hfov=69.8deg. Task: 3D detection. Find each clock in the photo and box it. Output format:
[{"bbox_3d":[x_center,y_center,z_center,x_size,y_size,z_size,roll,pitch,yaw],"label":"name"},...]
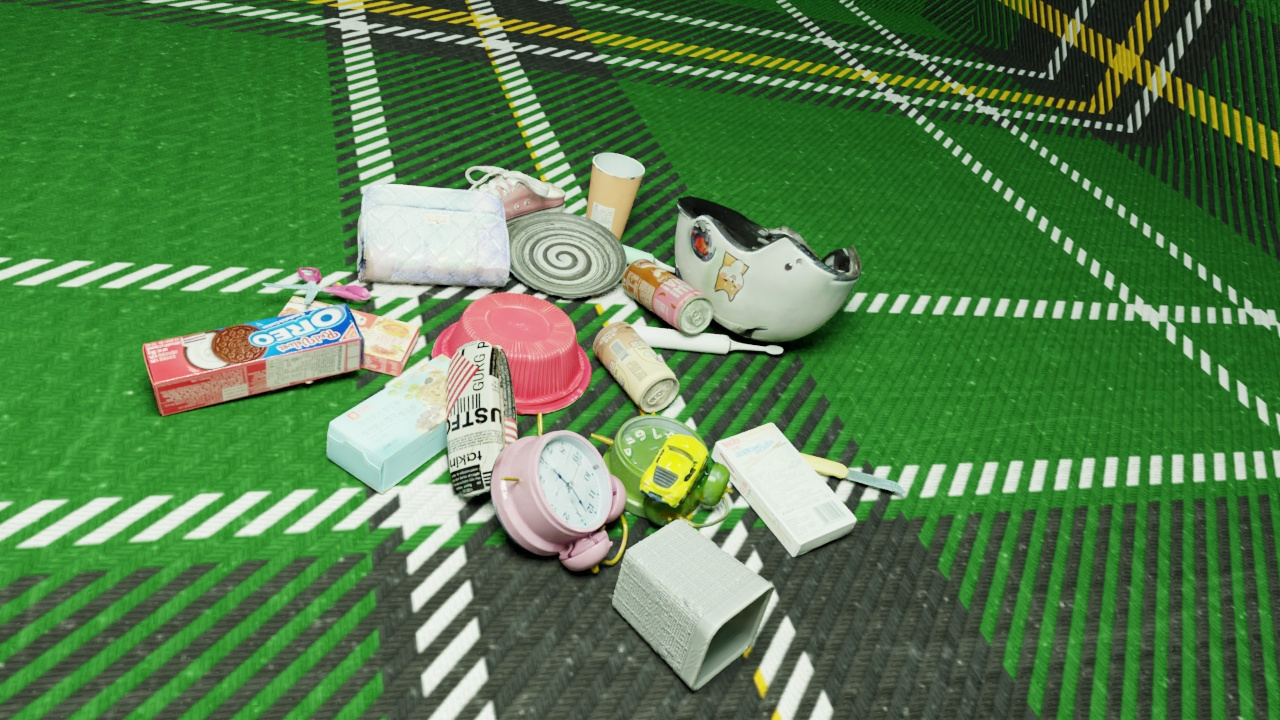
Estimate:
[{"bbox_3d":[0.029,0.121,0.979,0.115,0.056,0.161,-19,49,-38],"label":"clock"},{"bbox_3d":[-0.069,0.136,0.888,0.158,0.060,0.117,48,38,-22],"label":"clock"}]

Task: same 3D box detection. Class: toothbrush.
[{"bbox_3d":[-0.015,-0.155,1.362,0.224,0.026,0.027,18,6,3],"label":"toothbrush"},{"bbox_3d":[0.087,-0.024,1.225,0.221,0.027,0.026,5,15,-15],"label":"toothbrush"}]

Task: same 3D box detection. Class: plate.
[{"bbox_3d":[-0.108,-0.147,1.302,0.179,0.024,0.179,7,48,-8],"label":"plate"}]

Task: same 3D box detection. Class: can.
[{"bbox_3d":[-0.007,0.007,1.118,0.058,0.059,0.116,-12,44,-34],"label":"can"},{"bbox_3d":[0.034,-0.088,1.238,0.057,0.058,0.147,-9,30,-32],"label":"can"}]

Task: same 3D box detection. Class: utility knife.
[{"bbox_3d":[0.206,0.122,1.081,0.220,0.022,0.030,11,36,3],"label":"utility knife"}]

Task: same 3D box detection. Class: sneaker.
[{"bbox_3d":[-0.206,-0.240,1.347,0.240,0.088,0.118,-20,49,-40],"label":"sneaker"}]

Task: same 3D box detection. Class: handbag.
[{"bbox_3d":[-0.273,-0.162,1.208,0.193,0.076,0.134,0,66,-19],"label":"handbag"}]

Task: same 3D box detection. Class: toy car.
[{"bbox_3d":[0.036,0.106,0.927,0.048,0.032,0.105,24,35,11],"label":"toy car"}]

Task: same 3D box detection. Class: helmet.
[{"bbox_3d":[0.155,-0.114,1.261,0.274,0.157,0.229,26,17,31],"label":"helmet"}]

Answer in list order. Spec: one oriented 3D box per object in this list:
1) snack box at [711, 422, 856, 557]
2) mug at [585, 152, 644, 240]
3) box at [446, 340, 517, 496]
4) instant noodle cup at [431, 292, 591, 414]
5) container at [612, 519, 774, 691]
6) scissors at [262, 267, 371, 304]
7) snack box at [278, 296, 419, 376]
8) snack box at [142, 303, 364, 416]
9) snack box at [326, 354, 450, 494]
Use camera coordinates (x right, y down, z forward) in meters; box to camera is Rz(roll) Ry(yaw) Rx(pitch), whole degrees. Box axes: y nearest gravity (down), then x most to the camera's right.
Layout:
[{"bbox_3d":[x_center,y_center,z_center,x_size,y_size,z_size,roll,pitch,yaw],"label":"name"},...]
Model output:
[{"bbox_3d":[0.158,0.140,1.019,0.084,0.027,0.156,-16,49,-30],"label":"snack box"},{"bbox_3d":[-0.045,-0.239,1.381,0.078,0.123,0.078,11,35,-8],"label":"mug"},{"bbox_3d":[-0.148,0.061,0.940,0.083,0.075,0.163,27,48,-50],"label":"box"},{"bbox_3d":[-0.148,-0.020,1.094,0.194,0.066,0.193,11,37,-9],"label":"instant noodle cup"},{"bbox_3d":[0.042,0.216,0.832,0.114,0.090,0.090,36,39,30],"label":"container"},{"bbox_3d":[-0.395,-0.091,1.109,0.133,0.017,0.130,0,27,-47],"label":"scissors"},{"bbox_3d":[-0.341,-0.029,1.062,0.153,0.026,0.075,14,36,-3],"label":"snack box"},{"bbox_3d":[-0.397,-0.003,0.956,0.207,0.058,0.057,-15,57,-28],"label":"snack box"},{"bbox_3d":[-0.237,0.062,0.958,0.074,0.052,0.174,30,37,16],"label":"snack box"}]
